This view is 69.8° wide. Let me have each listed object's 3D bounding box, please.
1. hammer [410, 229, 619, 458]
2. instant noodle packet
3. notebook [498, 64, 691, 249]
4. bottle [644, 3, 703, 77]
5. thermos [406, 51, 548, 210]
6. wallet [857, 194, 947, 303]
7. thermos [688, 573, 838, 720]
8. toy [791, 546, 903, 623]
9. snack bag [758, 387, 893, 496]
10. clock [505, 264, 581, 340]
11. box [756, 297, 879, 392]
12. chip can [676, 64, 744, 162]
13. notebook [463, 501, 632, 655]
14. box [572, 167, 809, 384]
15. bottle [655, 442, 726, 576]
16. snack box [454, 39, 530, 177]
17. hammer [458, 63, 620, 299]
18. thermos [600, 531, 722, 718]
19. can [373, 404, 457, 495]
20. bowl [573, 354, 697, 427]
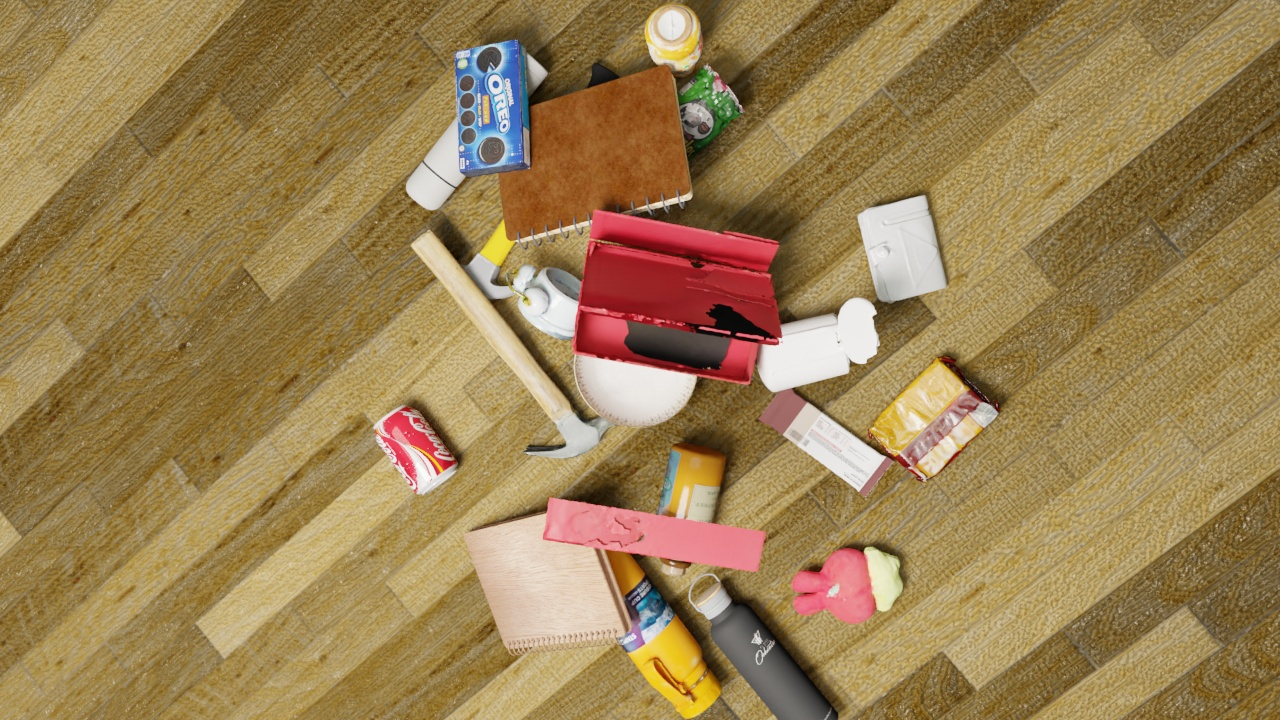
[{"bbox_3d":[-0.165,-0.019,1.126,0.132,0.033,0.330,-37,95,12],"label":"hammer"},{"bbox_3d":[0.343,0.069,1.073,0.098,0.039,0.135,43,100,3],"label":"instant noodle packet"},{"bbox_3d":[-0.058,-0.229,1.054,0.226,0.024,0.167,-12,78,17],"label":"notebook"},{"bbox_3d":[0.041,-0.362,1.054,0.063,0.109,0.063,0,86,7],"label":"bottle"},{"bbox_3d":[-0.203,-0.281,1.122,0.052,0.052,0.224,41,98,4],"label":"thermos"},{"bbox_3d":[0.306,-0.130,1.070,0.086,0.032,0.116,-18,91,6],"label":"wallet"},{"bbox_3d":[0.141,0.355,1.107,0.061,0.061,0.231,-40,87,8],"label":"thermos"},{"bbox_3d":[0.247,0.269,1.095,0.135,0.045,0.091,-16,94,4],"label":"toy"},{"bbox_3d":[0.223,0.095,1.104,0.158,0.013,0.057,36,99,5],"label":"snack bag"},{"bbox_3d":[-0.111,-0.073,1.093,0.117,0.083,0.057,20,119,-36],"label":"clock"},{"bbox_3d":[0.199,-0.017,1.038,0.137,0.143,0.083,-14,76,6],"label":"box"},{"bbox_3d":[0.016,-0.244,1.084,0.223,0.075,0.075,-42,87,9],"label":"chip can"},{"bbox_3d":[-0.114,0.269,1.108,0.211,0.022,0.169,-20,90,39],"label":"notebook"},{"bbox_3d":[0.068,-0.209,0.939,0.215,0.141,0.512,11,115,-4],"label":"box"},{"bbox_3d":[0.055,0.183,1.106,0.068,0.067,0.157,12,95,7],"label":"bottle"},{"bbox_3d":[-0.172,-0.293,1.070,0.082,0.027,0.150,-6,83,16],"label":"snack box"},{"bbox_3d":[-0.125,-0.216,1.129,0.127,0.029,0.324,35,96,4],"label":"hammer"},{"bbox_3d":[0.002,0.327,1.111,0.232,0.091,0.076,53,139,2],"label":"thermos"},{"bbox_3d":[-0.282,0.111,1.151,0.064,0.064,0.105,-38,88,8],"label":"can"},{"bbox_3d":[-0.007,0.006,1.100,0.145,0.063,0.145,0,92,-2],"label":"bowl"}]
